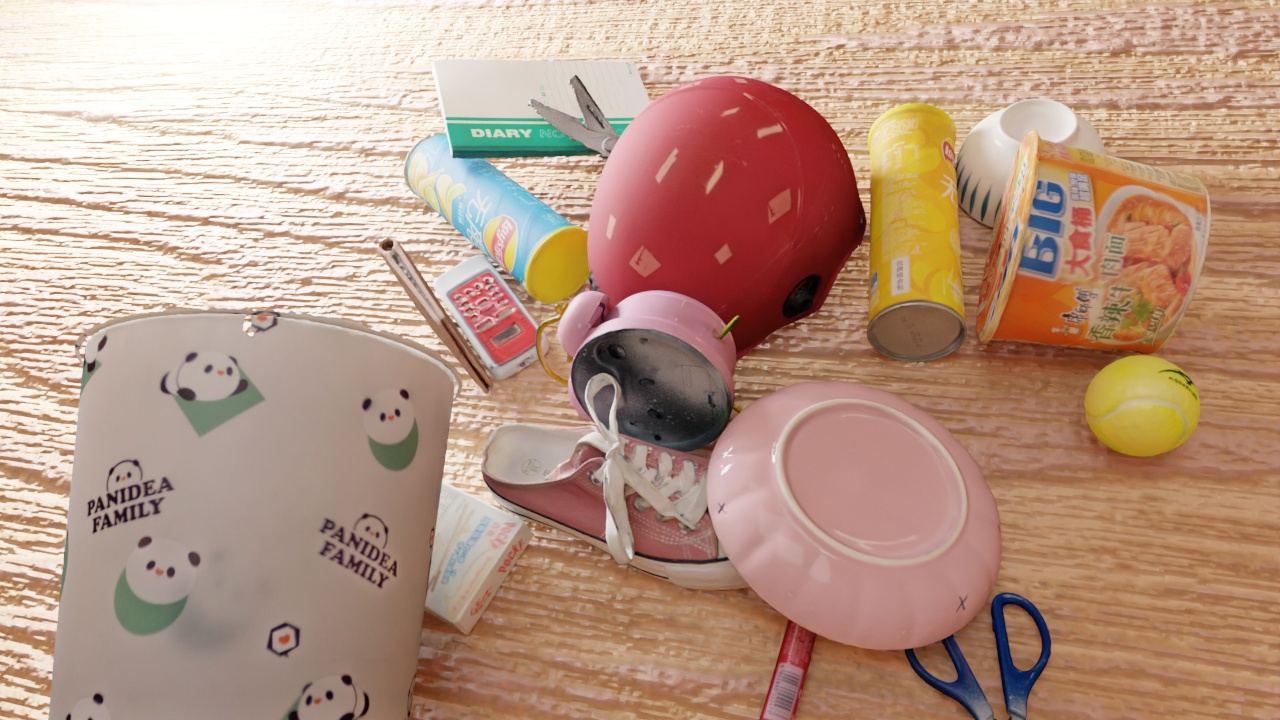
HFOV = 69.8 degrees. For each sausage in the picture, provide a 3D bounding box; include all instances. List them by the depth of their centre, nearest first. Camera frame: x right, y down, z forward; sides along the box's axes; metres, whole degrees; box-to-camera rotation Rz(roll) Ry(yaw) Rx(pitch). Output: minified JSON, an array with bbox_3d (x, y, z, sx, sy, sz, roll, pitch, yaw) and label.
[{"bbox_3d":[0.089,0.198,0.558,0.020,0.020,0.155,11,58,22],"label":"sausage"}]

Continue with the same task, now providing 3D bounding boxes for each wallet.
[{"bbox_3d":[-0.165,-0.035,0.744,0.020,0.101,0.115,-36,55,-9],"label":"wallet"}]

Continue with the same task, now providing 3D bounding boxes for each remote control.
[{"bbox_3d":[-0.130,-0.040,0.790,0.056,0.020,0.136,-32,53,-9],"label":"remote control"}]

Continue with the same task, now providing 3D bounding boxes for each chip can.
[{"bbox_3d":[0.213,-0.104,0.714,0.072,0.072,0.212,0,54,14],"label":"chip can"},{"bbox_3d":[-0.131,-0.132,0.826,0.071,0.071,0.210,-40,54,-16],"label":"chip can"}]

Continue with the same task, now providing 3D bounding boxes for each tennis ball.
[{"bbox_3d":[0.323,0.029,0.591,0.065,0.065,0.065,-7,53,9],"label":"tennis ball"}]

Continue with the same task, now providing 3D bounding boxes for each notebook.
[{"bbox_3d":[-0.088,-0.246,0.890,0.209,0.012,0.150,-5,51,-17],"label":"notebook"}]

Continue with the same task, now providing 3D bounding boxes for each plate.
[{"bbox_3d":[0.139,0.083,0.576,0.192,0.039,0.192,5,49,-7],"label":"plate"}]

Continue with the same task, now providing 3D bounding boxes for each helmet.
[{"bbox_3d":[0.053,-0.119,0.706,0.207,0.144,0.239,33,76,24],"label":"helmet"}]

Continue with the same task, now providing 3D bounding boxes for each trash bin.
[{"bbox_3d":[-0.228,0.125,0.549,0.230,0.229,0.251,-5,70,11],"label":"trash bin"}]

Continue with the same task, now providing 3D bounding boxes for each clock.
[{"bbox_3d":[-0.004,0.004,0.666,0.159,0.117,0.059,6,43,16],"label":"clock"}]

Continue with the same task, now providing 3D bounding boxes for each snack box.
[{"bbox_3d":[-0.165,0.127,0.670,0.157,0.027,0.084,20,61,26],"label":"snack box"}]

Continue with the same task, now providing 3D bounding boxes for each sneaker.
[{"bbox_3d":[-0.007,0.084,0.621,0.241,0.088,0.118,13,59,20],"label":"sneaker"}]

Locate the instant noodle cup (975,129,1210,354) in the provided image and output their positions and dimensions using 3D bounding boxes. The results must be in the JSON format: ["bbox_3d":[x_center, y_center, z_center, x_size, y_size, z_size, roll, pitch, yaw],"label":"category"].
[{"bbox_3d":[0.305,-0.073,0.629,0.111,0.151,0.151,13,58,13],"label":"instant noodle cup"}]

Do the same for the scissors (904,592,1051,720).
[{"bbox_3d":[0.213,0.203,0.515,0.144,0.012,0.170,-34,48,-16],"label":"scissors"}]

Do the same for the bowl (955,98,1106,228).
[{"bbox_3d":[0.314,-0.165,0.737,0.116,0.066,0.116,-7,53,9],"label":"bowl"}]

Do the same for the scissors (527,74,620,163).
[{"bbox_3d":[-0.008,-0.180,0.832,0.224,0.015,0.188,7,64,2],"label":"scissors"}]
